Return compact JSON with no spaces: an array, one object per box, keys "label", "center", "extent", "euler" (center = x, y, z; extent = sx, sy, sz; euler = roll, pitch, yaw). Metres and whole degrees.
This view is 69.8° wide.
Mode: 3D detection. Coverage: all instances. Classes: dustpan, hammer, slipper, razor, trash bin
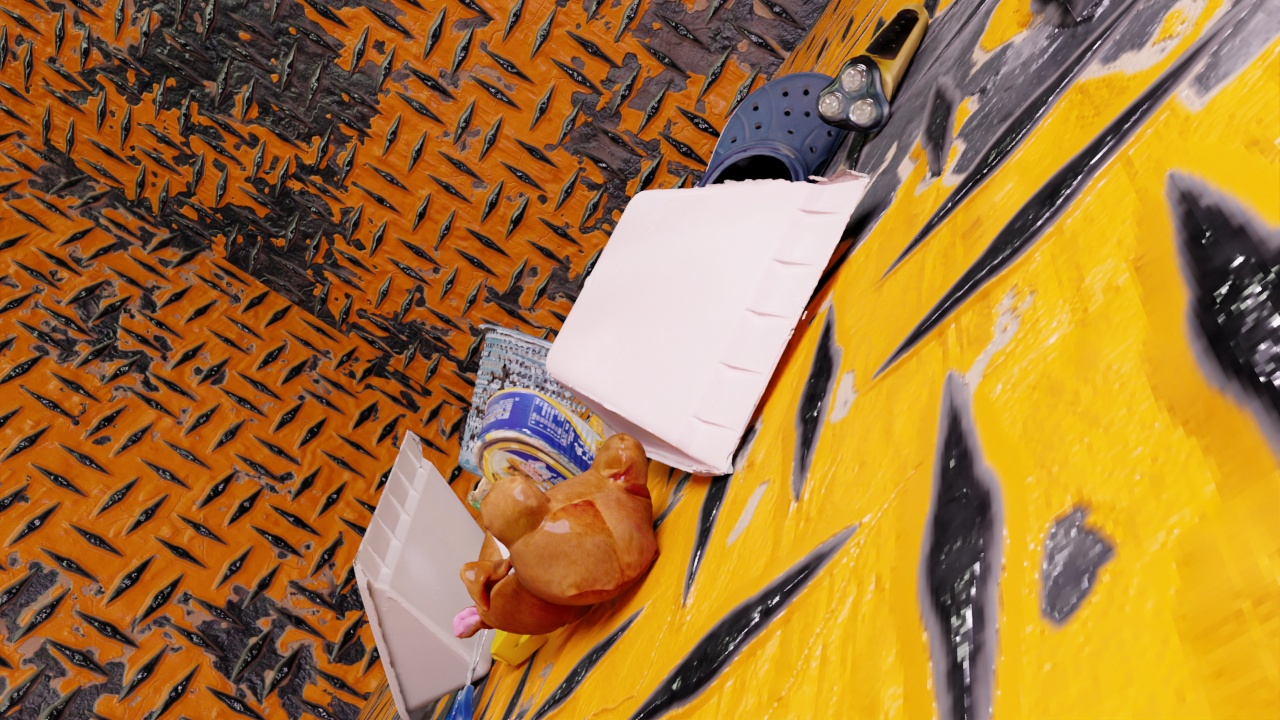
[{"label":"dustpan","center":[-0.243,0.254,0.977],"extent":[0.143,0.258,0.222],"euler":[-29,25,15]},{"label":"dustpan","center":[0.052,-0.024,0.697],"extent":[0.274,0.139,0.222],"euler":[20,77,45]},{"label":"hammer","center":[-0.044,0.138,0.819],"extent":[0.300,0.033,0.129],"euler":[-58,6,-5]},{"label":"slipper","center":[0.108,-0.170,0.856],"extent":[0.252,0.105,0.095],"euler":[-60,-1,-5]},{"label":"razor","center":[0.207,-0.256,0.783],"extent":[0.167,0.062,0.068],"euler":[-54,-29,-32]},{"label":"trash bin","center":[-0.146,0.079,1.256],"extent":[0.227,0.226,0.195],"euler":[160,130,-81]}]

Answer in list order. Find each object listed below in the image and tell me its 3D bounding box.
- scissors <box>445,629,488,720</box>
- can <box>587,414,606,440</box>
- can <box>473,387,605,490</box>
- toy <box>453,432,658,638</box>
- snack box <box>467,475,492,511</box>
[{"label":"scissors","center":[-0.160,0.302,0.838],"extent":[0.166,0.012,0.155],"euler":[-102,37,-67]},{"label":"can","center":[-0.041,0.098,0.886],"extent":[0.146,0.058,0.058],"euler":[-57,5,5]},{"label":"can","center":[-0.065,0.085,0.711],"extent":[0.075,0.148,0.049],"euler":[-26,34,29]},{"label":"toy","center":[-0.067,0.130,0.640],"extent":[0.140,0.130,0.200],"euler":[-18,-26,-27]},{"label":"snack box","center":[-0.106,0.126,1.017],"extent":[0.118,0.117,0.105],"euler":[-53,3,43]}]
